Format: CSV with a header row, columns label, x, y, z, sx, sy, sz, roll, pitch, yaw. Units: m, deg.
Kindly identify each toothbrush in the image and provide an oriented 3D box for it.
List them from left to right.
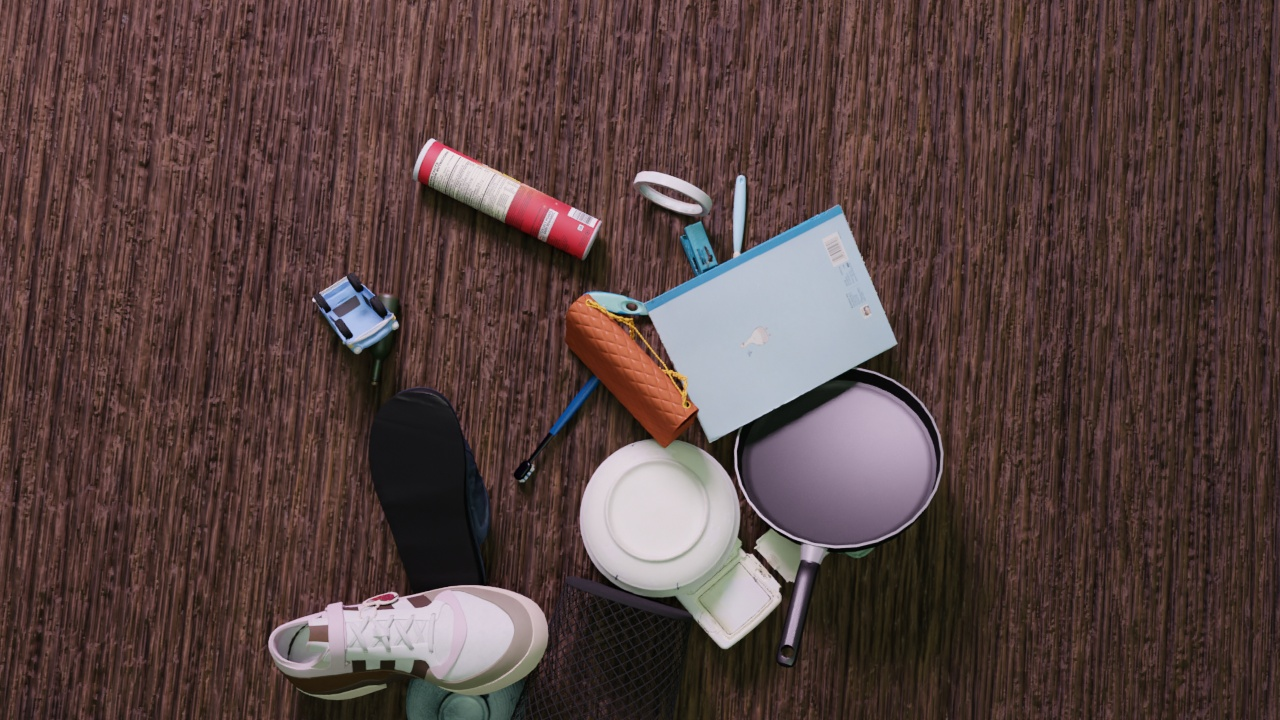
label,x,y,z,sx,sy,sz,roll,pitch,yaw
toothbrush,-0.091,0.072,1.064,0.014,0.014,0.167,33,79,31
toothbrush,-0.002,-0.061,1.080,0.135,0.017,0.022,12,89,-5
toothbrush,0.117,-0.145,1.097,0.022,0.016,0.155,3,86,1

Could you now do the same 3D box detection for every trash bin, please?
label,x,y,z,sx,sy,sz,roll,pitch,yaw
trash bin,-0.042,0.353,0.978,0.184,0.184,0.210,18,79,-4

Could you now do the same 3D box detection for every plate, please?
label,x,y,z,sx,sy,sz,roll,pitch,yaw
plate,0.020,0.170,1.027,0.182,0.034,0.182,-3,68,6

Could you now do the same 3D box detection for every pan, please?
label,x,y,z,sx,sy,sz,roll,pitch,yaw
pan,0.199,0.162,0.998,0.226,0.034,0.355,9,60,20

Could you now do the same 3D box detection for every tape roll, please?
label,x,y,z,sx,sy,sz,roll,pitch,yaw
tape roll,0.037,-0.190,1.053,0.093,0.093,0.013,21,85,-4

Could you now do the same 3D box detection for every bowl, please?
label,x,y,z,sx,sy,sz,roll,pitch,yaw
bowl,-0.194,0.384,1.014,0.137,0.057,0.137,0,87,-6

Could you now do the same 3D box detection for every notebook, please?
label,x,y,z,sx,sy,sz,roll,pitch,yaw
notebook,0.152,-0.042,1.042,0.253,0.009,0.181,-27,103,-7

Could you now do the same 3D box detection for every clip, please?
label,x,y,z,sx,sy,sz,roll,pitch,yaw
clip,0.083,-0.097,1.051,0.030,0.120,0.130,-20,102,-6

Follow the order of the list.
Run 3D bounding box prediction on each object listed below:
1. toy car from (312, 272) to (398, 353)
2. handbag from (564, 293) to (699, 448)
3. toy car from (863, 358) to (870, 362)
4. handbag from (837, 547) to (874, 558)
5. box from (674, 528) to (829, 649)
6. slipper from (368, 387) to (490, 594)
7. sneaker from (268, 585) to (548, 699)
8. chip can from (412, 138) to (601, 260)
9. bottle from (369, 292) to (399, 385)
label,x,y,z,sx,sy,sz,roll,pitch,yaw
toy car,-0.308,-0.049,0.995,0.056,0.153,0.055,-36,127,-15
handbag,-0.006,0.006,1.013,0.060,0.109,0.172,-41,80,-12
toy car,0.247,-0.046,1.097,0.048,0.032,0.105,-39,105,-7
handbag,0.249,0.159,1.067,0.121,0.067,0.106,-43,90,-7
box,0.114,0.217,1.043,0.184,0.044,0.143,-43,82,-1
slipper,-0.223,0.147,1.017,0.109,0.083,0.266,-5,110,10
sneaker,-0.247,0.282,0.945,0.294,0.116,0.111,-7,64,13
chip can,-0.151,-0.184,1.056,0.214,0.052,0.051,25,84,-4
bottle,-0.294,-0.024,1.045,0.025,0.025,0.106,9,86,-5
